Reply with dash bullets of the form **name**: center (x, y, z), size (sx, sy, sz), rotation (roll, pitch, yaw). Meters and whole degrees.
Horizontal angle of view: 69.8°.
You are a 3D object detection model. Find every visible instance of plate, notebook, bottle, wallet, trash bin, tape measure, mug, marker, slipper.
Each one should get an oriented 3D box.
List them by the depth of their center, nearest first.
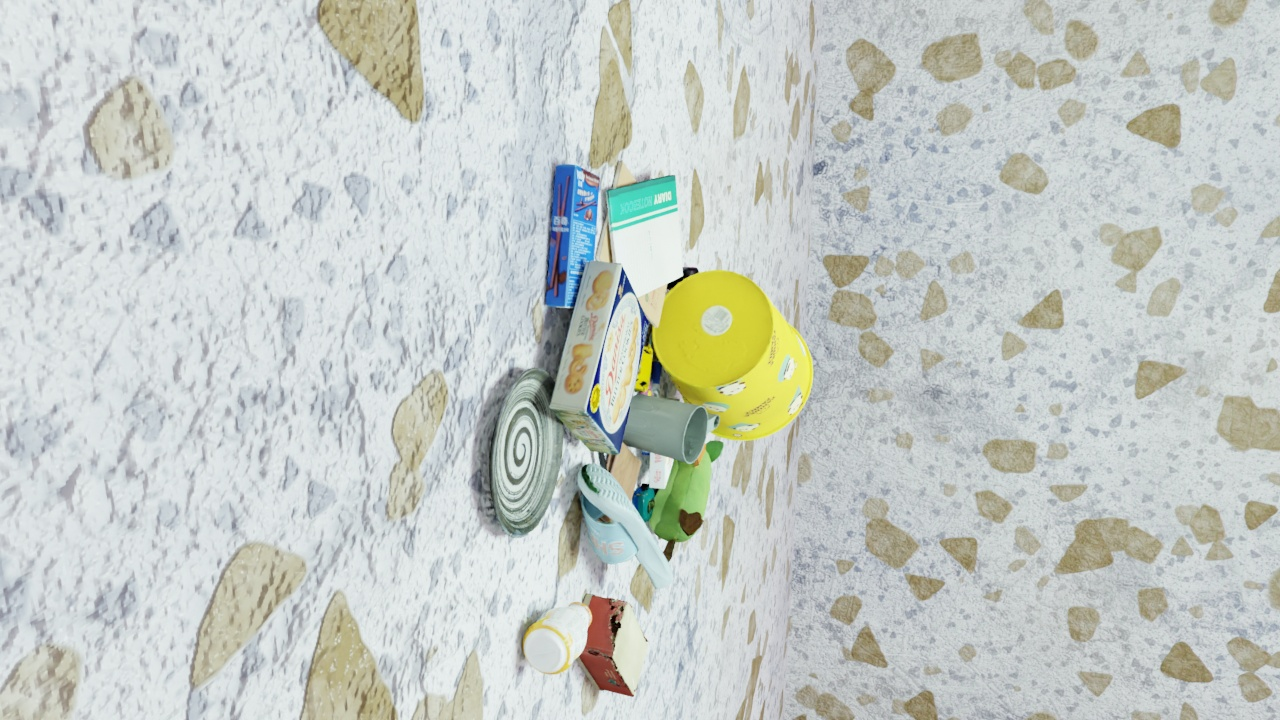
- **plate**: center (-0.124, 0.096, 0.967), size (0.179, 0.024, 0.179), rotation (4, 89, -73)
- **bottle**: center (-0.091, 0.317, 1.067), size (0.108, 0.063, 0.063), rotation (-24, 118, -70)
- **slipper**: center (-0.029, 0.225, 1.193), size (0.104, 0.074, 0.245), rotation (52, -7, 49)
- **notebook**: center (0.009, -0.170, 1.257), size (0.208, 0.012, 0.150), rotation (-33, 121, -60)
- **notebook**: center (-0.001, -0.154, 1.261), size (0.207, 0.008, 0.147), rotation (46, 52, -57)
- **wallet**: center (-0.032, 0.178, 1.292), size (0.101, 0.020, 0.115), rotation (52, 48, -63)
- **mug**: center (0.043, 0.092, 1.331), size (0.123, 0.103, 0.084), rotation (-22, 120, -60)
- **tape measure**: center (0.006, 0.221, 1.414), size (0.054, 0.025, 0.058), rotation (-43, 136, -63)
- **marker**: center (0.017, 0.074, 1.420), size (0.017, 0.017, 0.145), rotation (31, 66, -71)
- **tape measure**: center (0.063, -0.127, 1.439), size (0.057, 0.058, 0.039), rotation (-22, 113, -73)
- **trash bin**: center (0.140, -0.012, 1.445), size (0.255, 0.230, 0.229), rotation (43, 54, -65)

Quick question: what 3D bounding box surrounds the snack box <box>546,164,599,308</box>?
- **snack box**: center (-0.075, -0.138, 1.043), size (0.084, 0.026, 0.157), rotation (-8, 103, -74)

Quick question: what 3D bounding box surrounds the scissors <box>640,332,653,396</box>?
- **scissors**: center (0.010, 0.024, 1.378), size (0.057, 0.017, 0.133), rotation (-11, 107, -64)

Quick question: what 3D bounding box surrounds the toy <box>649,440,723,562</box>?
- **toy**: center (0.067, 0.221, 1.497), size (0.246, 0.090, 0.228), rotation (-73, -174, -54)

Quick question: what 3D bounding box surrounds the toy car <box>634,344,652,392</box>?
- **toy car**: center (-0.008, 0.007, 1.282), size (0.155, 0.041, 0.071), rotation (22, 74, -73)

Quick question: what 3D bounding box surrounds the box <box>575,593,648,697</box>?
- **box**: center (-0.031, 0.392, 1.258), size (0.168, 0.077, 0.091), rotation (74, 28, -51)

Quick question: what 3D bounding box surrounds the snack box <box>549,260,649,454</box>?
- **snack box**: center (-0.043, 0.002, 1.086), size (0.182, 0.046, 0.177), rotation (61, 40, -67)

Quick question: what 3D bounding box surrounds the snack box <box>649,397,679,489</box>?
- **snack box**: center (0.039, 0.128, 1.453), size (0.156, 0.027, 0.085), rotation (-66, 159, -65)

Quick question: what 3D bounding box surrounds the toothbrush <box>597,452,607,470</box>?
- **toothbrush**: center (-0.053, 0.107, 1.192), size (0.014, 0.016, 0.190), rotation (-54, 142, -51)
